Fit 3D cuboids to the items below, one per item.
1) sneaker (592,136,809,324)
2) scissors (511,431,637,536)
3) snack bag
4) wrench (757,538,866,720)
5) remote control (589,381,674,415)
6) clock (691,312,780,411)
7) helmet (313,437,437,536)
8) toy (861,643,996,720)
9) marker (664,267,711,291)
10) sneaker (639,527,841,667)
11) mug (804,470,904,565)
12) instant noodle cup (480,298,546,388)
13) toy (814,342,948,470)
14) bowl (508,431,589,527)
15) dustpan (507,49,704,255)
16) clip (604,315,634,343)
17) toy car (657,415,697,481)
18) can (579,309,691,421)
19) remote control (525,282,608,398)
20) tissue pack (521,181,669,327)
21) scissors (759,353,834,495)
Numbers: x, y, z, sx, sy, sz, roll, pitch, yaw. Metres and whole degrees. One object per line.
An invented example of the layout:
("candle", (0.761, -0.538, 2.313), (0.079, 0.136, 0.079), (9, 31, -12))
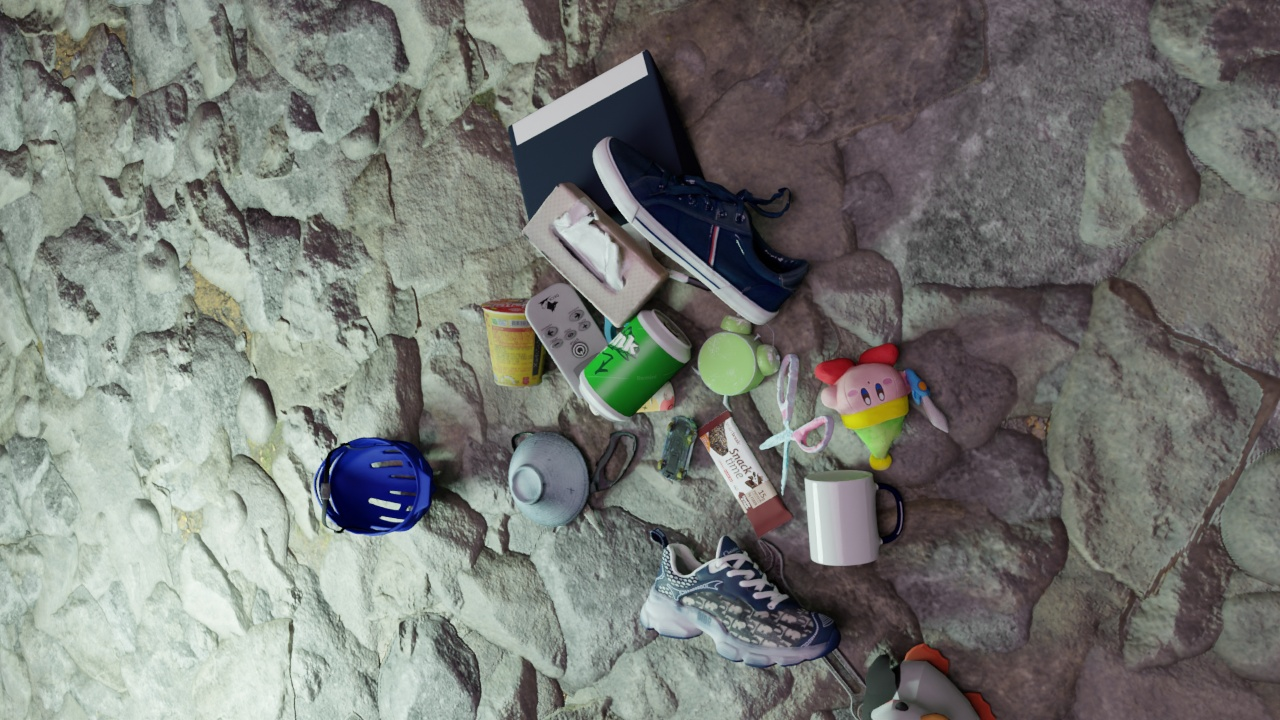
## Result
("sneaker", (0.081, -0.179, 1.074), (0.294, 0.120, 0.127), (39, 120, -9))
("scissors", (-0.100, 0.149, 1.299), (0.205, 0.015, 0.202), (39, 109, 20))
("snack bag", (0.131, 0.144, 1.169), (0.057, 0.013, 0.158), (-36, 77, 25))
("wrench", (0.212, 0.336, 1.141), (0.070, 0.010, 0.273), (-47, 72, 24))
("remote control", (-0.013, 0.051, 1.240), (0.126, 0.018, 0.038), (-5, 91, 28))
("clock", (0.120, -0.002, 1.146), (0.094, 0.042, 0.119), (48, 114, 17))
("helmet", (-0.423, 0.187, 1.362), (0.242, 0.227, 0.147), (0, 84, 28))
("toy", (0.291, 0.416, 0.997), (0.159, 0.183, 0.140), (47, 109, 16))
("marker", (0.022, -0.118, 1.183), (0.152, 0.011, 0.011), (20, 105, 7))
("sneaker", (0.118, 0.286, 1.133), (0.270, 0.103, 0.132), (5, 95, 37))
("mug", (0.252, 0.181, 1.074), (0.112, 0.078, 0.097), (-5, 92, 1))
("instant noodle cup", (-0.173, -0.024, 1.285), (0.100, 0.100, 0.112), (12, 108, 28))
("toy", (0.275, 0.054, 1.056), (0.124, 0.097, 0.131), (-17, 72, 1))
("bowl", (-0.144, 0.170, 1.283), (0.137, 0.057, 0.137), (2, 93, 29))
("dustpan", (-0.034, -0.223, 1.208), (0.237, 0.080, 0.273), (-20, 78, 29))
("clip", (-0.037, -0.064, 1.220), (0.097, 0.026, 0.116), (-1, 111, 24))
("toy car", (0.051, 0.114, 1.202), (0.039, 0.027, 0.090), (22, 105, 29))
("can", (-0.007, 0.007, 1.180), (0.140, 0.087, 0.088), (-45, 72, 13))
("remote control", (-0.090, -0.029, 1.228), (0.074, 0.019, 0.151), (-33, 100, -5))
("tissue pack", (-0.059, -0.137, 1.154), (0.181, 0.071, 0.104), (46, 116, 8))
("scissors", (0.182, 0.070, 1.089), (0.171, 0.013, 0.176), (136, 139, -64))
